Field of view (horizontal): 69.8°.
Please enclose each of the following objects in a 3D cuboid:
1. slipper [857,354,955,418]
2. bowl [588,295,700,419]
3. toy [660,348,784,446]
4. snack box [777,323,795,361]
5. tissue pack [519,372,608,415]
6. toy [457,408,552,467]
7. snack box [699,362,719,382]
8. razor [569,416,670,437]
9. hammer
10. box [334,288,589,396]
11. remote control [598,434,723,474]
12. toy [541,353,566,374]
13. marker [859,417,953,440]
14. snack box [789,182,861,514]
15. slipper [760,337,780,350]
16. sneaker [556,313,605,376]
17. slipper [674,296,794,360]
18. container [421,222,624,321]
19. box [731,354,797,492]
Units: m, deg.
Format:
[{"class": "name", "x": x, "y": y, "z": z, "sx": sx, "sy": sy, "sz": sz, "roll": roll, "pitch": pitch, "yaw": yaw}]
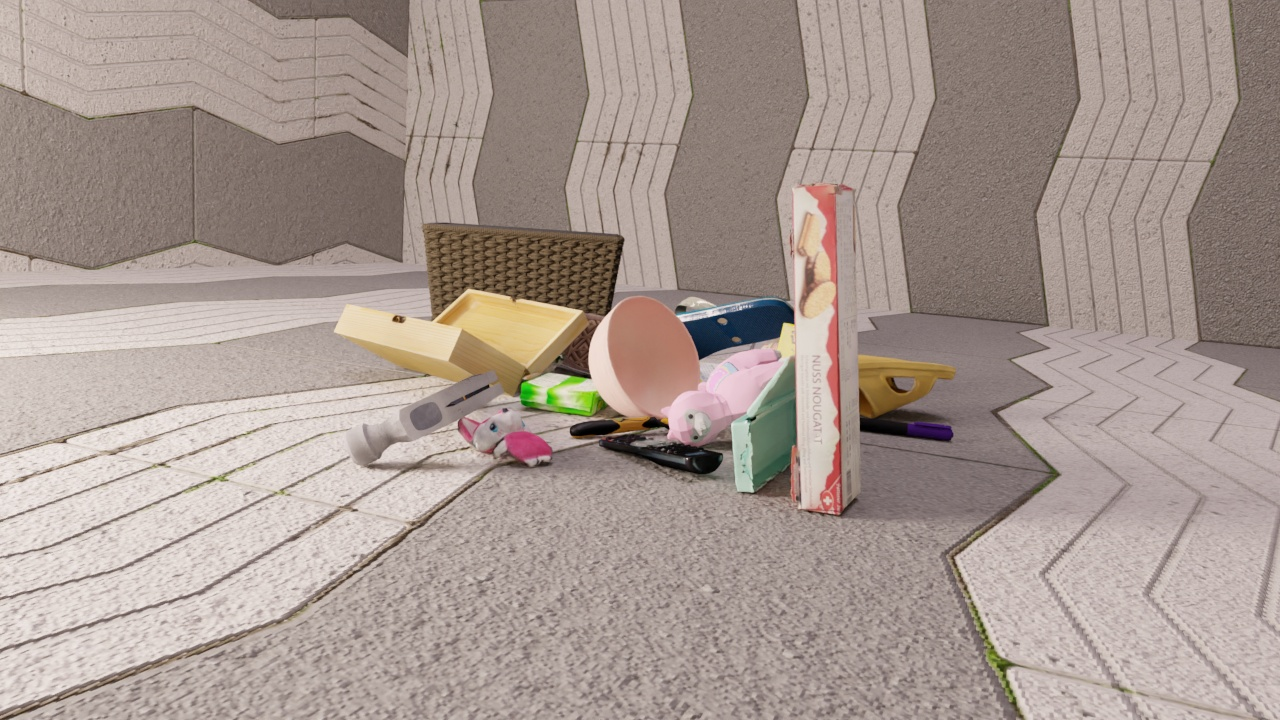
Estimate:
[{"class": "slipper", "x": 0.281, "y": 0.032, "z": 1.196, "sx": 0.263, "sy": 0.078, "sz": 0.099, "roll": 1, "pitch": 8, "yaw": -17}, {"class": "bowl", "x": -0.007, "y": 0.006, "z": 1.095, "sx": 0.152, "sy": 0.153, "sz": 0.076, "roll": -5, "pitch": -14, "yaw": -44}, {"class": "toy", "x": 0.097, "y": 0.041, "z": 1.003, "sx": 0.157, "sy": 0.067, "sz": 0.123, "roll": -17, "pitch": 17, "yaw": -8}, {"class": "snack box", "x": 0.187, "y": 0.021, "z": 1.097, "sx": 0.061, "sy": 0.026, "sz": 0.148, "roll": 13, "pitch": 51, "yaw": 10}, {"class": "tissue pack", "x": -0.090, "y": 0.040, "z": 1.132, "sx": 0.099, "sy": 0.034, "sz": 0.113, "roll": 9, "pitch": 9, "yaw": 13}, {"class": "toy", "x": -0.125, "y": 0.070, "z": 0.886, "sx": 0.065, "sy": 0.050, "sz": 0.102, "roll": 2, "pitch": 13, "yaw": -43}, {"class": "snack box", "x": 0.114, "y": 0.039, "z": 1.199, "sx": 0.092, "sy": 0.042, "sz": 0.200, "roll": 4, "pitch": 9, "yaw": -3}, {"class": "razor", "x": -0.011, "y": 0.073, "z": 1.004, "sx": 0.144, "sy": 0.021, "sz": 0.044, "roll": -3, "pitch": 11, "yaw": -27}, {"class": "hammer", "x": -0.201, "y": 0.044, "z": 0.956, "sx": 0.139, "sy": 0.035, "sz": 0.312, "roll": -25, "pitch": 4, "yaw": -2}, {"class": "box", "x": -0.240, "y": -0.029, "z": 1.247, "sx": 0.248, "sy": 0.119, "sz": 0.251, "roll": 13, "pitch": 24, "yaw": 39}, {"class": "remote control", "x": 0.017, "y": 0.090, "z": 0.899, "sx": 0.045, "sy": 0.021, "sz": 0.141, "roll": -2, "pitch": 5, "yaw": -39}, {"class": "toy", "x": -0.165, "y": 0.003, "z": 1.322, "sx": 0.095, "sy": 0.041, "sz": 0.109, "roll": 1, "pitch": 3, "yaw": -22}, {"class": "marker", "x": 0.304, "y": 0.079, "z": 1.098, "sx": 0.134, "sy": 0.018, "sz": 0.015, "roll": 6, "pitch": 29, "yaw": 16}, {"class": "snack box", "x": 0.158, "y": -0.011, "z": 0.784, "sx": 0.044, "sy": 0.273, "sz": 0.076, "roll": 1, "pitch": 7, "yaw": 26}, {"class": "slipper", "x": 0.205, "y": 0.005, "z": 1.334, "sx": 0.081, "sy": 0.093, "sz": 0.197, "roll": -6, "pitch": 8, "yaw": 3}, {"class": "sneaker", "x": -0.090, "y": -0.018, "z": 1.402, "sx": 0.246, "sy": 0.091, "sz": 0.097, "roll": 12, "pitch": -14, "yaw": 28}, {"class": "slipper", "x": 0.095, "y": -0.054, "z": 1.358, "sx": 0.296, "sy": 0.060, "sz": 0.118, "roll": -14, "pitch": -35, "yaw": 33}, {"class": "container", "x": -0.195, "y": -0.119, "z": 1.548, "sx": 0.321, "sy": 0.205, "sz": 0.176, "roll": 4, "pitch": 9, "yaw": -2}, {"class": "box", "x": 0.139, "y": 0.043, "z": 0.879, "sx": 0.055, "sy": 0.138, "sz": 0.186, "roll": 15, "pitch": 12, "yaw": 22}]
